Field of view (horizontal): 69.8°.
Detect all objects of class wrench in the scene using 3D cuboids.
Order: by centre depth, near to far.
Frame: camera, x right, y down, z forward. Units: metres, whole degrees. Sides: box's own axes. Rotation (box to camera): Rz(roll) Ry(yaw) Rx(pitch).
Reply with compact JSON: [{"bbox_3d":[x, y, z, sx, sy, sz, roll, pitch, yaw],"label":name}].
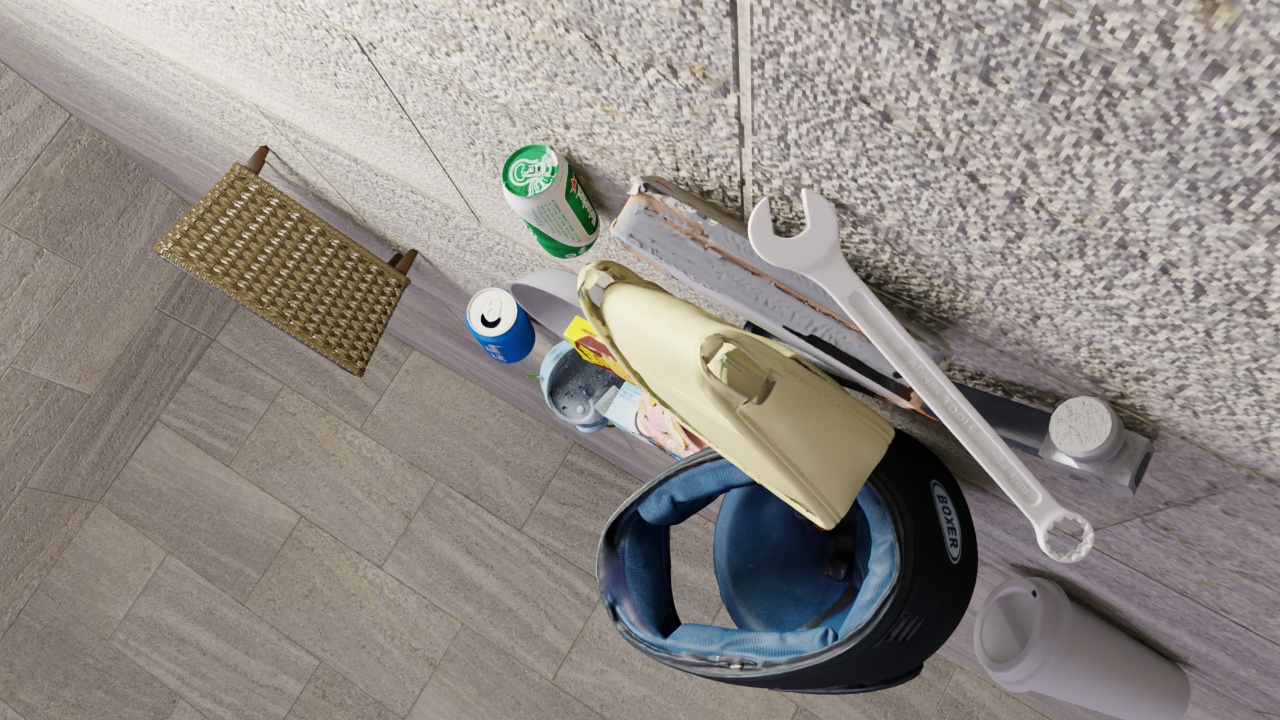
[{"bbox_3d":[0.161,0.011,0.515,0.273,0.047,0.009,48,-174,-4],"label":"wrench"}]

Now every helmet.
[{"bbox_3d":[0.148,0.181,0.850,0.317,0.248,0.235,-20,162,26],"label":"helmet"}]

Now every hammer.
[{"bbox_3d":[0.192,0.020,0.644,0.313,0.035,0.139,23,176,45],"label":"hammer"}]

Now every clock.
[{"bbox_3d":[-0.068,0.035,1.244,0.162,0.118,0.060,45,175,-30],"label":"clock"}]

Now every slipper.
[{"bbox_3d":[0.056,0.057,1.028,0.197,0.093,0.081,40,163,51],"label":"slipper"}]

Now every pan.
[{"bbox_3d":[-0.008,-0.024,0.974,0.357,0.050,0.200,17,162,48],"label":"pan"}]

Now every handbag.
[{"bbox_3d":[0.064,0.009,0.669,0.191,0.088,0.233,46,172,-36],"label":"handbag"}]

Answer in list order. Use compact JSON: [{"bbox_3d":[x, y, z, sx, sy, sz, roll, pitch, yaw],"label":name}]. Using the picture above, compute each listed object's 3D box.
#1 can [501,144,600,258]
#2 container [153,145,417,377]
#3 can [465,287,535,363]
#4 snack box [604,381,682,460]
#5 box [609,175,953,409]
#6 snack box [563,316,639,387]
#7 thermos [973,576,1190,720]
[{"bbox_3d":[-0.067,-0.119,0.700,0.053,0.053,0.101,27,169,22],"label":"can"},{"bbox_3d":[-0.509,-0.149,1.368,0.321,0.204,0.177,36,169,-22],"label":"container"},{"bbox_3d":[-0.198,-0.049,1.312,0.079,0.079,0.146,30,169,9],"label":"can"},{"bbox_3d":[0.064,0.103,1.152,0.226,0.059,0.059,28,169,23],"label":"snack box"},{"bbox_3d":[0.084,-0.042,0.568,0.216,0.063,0.081,30,-174,6],"label":"box"},{"bbox_3d":[-0.005,0.005,0.922,0.149,0.025,0.061,27,167,28],"label":"snack box"},{"bbox_3d":[0.509,0.343,1.050,0.222,0.131,0.132,26,171,-11],"label":"thermos"}]
